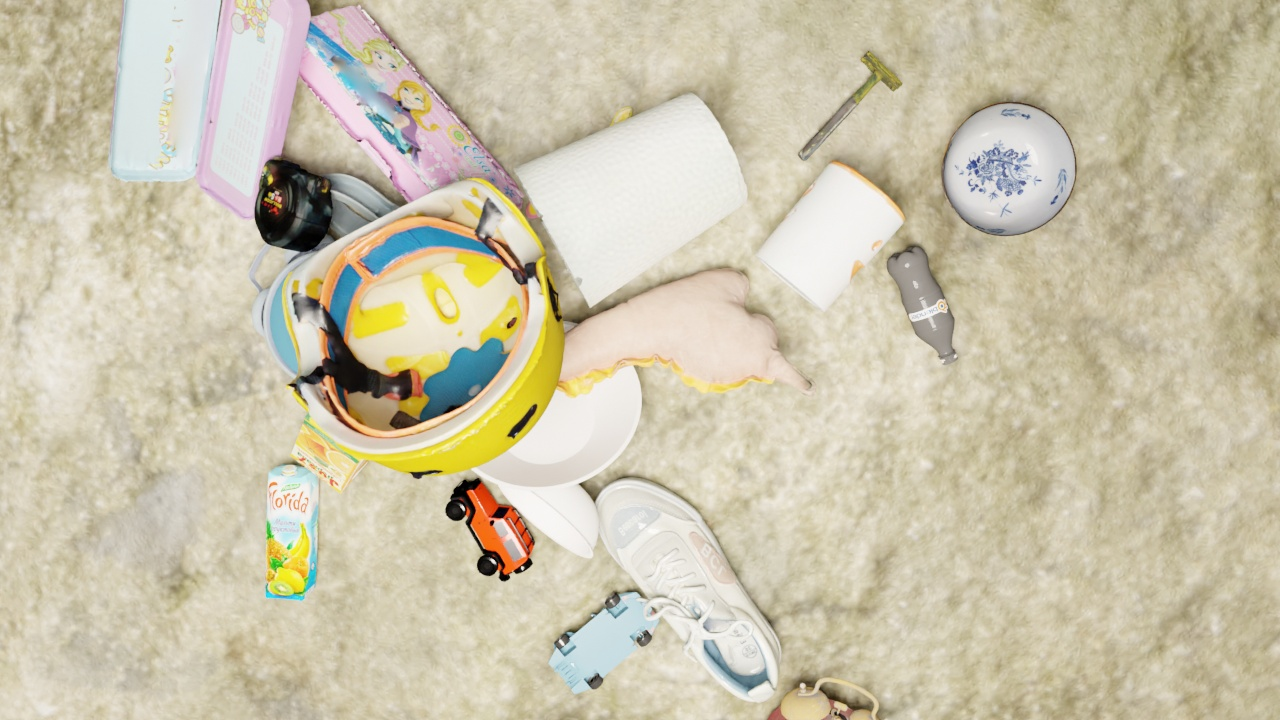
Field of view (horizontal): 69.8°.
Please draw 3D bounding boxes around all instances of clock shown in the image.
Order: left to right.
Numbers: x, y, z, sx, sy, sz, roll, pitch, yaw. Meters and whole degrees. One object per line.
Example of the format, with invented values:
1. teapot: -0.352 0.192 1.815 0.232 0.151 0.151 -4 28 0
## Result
1. clock: -0.282 -0.047 0.826 0.161 0.075 0.122 36 98 9
2. clock: 0.170 0.363 0.856 0.117 0.081 0.159 20 107 10

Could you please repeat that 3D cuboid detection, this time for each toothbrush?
1. toothbrush: -0.055 -0.178 0.827 0.021 0.016 0.135 43 96 -11

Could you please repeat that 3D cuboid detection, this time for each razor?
1. razor: 0.179 -0.219 0.814 0.042 0.026 0.106 42 100 -6

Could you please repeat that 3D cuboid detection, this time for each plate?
1. plate: -0.086 0.045 0.821 0.174 0.036 0.173 0 57 0

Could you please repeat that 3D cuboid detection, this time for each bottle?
1. bottle: 0.257 -0.048 0.825 0.036 0.036 0.110 -25 96 4

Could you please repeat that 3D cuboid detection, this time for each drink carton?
1. drink carton: -0.329 0.161 0.867 0.044 0.038 0.129 4 98 1
2. drink carton: -0.269 0.073 0.817 0.058 0.123 0.041 39 57 -7

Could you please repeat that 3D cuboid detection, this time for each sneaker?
1. sneaker: 0.047 0.209 0.837 0.089 0.090 0.242 -38 94 7

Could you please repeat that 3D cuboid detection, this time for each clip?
1. clip: -0.227 -0.114 0.816 0.162 0.090 0.027 22 56 21

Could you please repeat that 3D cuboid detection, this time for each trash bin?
1. trash bin: -0.005 -0.141 0.777 0.161 0.133 0.133 -29 96 -2

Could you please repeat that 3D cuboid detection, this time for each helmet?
1. helmet: -0.145 -0.004 0.704 0.209 0.140 0.239 -27 57 3

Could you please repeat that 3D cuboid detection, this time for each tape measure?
1. tape measure: -0.294 -0.130 0.779 0.071 0.042 0.072 24 96 29

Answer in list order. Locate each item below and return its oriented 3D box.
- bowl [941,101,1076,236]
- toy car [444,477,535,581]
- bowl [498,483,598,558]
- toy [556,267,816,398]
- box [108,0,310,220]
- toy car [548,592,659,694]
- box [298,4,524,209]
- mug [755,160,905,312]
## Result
1. bowl: 0.315 -0.166 0.804 0.114 0.045 0.114 0 97 2
2. toy car: -0.138 0.155 0.855 0.049 0.051 0.100 -28 96 8
3. bowl: -0.074 0.128 0.835 0.110 0.110 0.040 41 67 -4
4. toy: -0.005 0.005 0.785 0.264 0.065 0.196 -24 55 -13
5. box: -0.361 -0.230 0.766 0.140 0.062 0.215 16 125 -18
6. toy car: -0.035 0.266 0.878 0.107 0.027 0.060 -39 95 -4
7. box: -0.206 -0.200 0.791 0.085 0.090 0.230 -40 94 5
8. mug: 0.164 -0.107 0.798 0.082 0.082 0.105 39 97 -3
